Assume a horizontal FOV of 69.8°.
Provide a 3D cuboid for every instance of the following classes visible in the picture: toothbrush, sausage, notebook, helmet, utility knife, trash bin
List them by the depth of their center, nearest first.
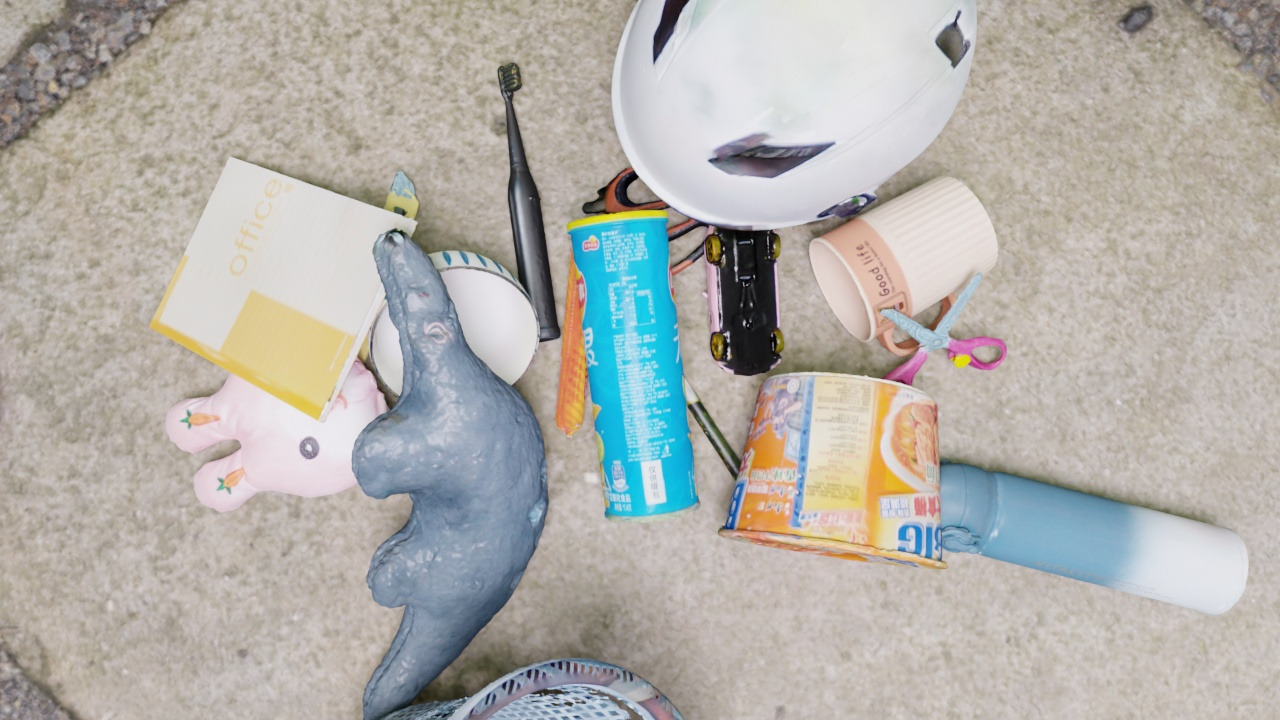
[{"bbox_3d":[-0.097,0.294,0.556,0.226,0.196,0.226,11,73,-37],"label":"trash bin"},{"bbox_3d":[0.113,-0.212,0.608,0.258,0.146,0.229,-31,92,-13],"label":"helmet"},{"bbox_3d":[-0.256,-0.057,0.642,0.206,0.010,0.146,22,86,31],"label":"notebook"},{"bbox_3d":[-0.046,-0.023,0.679,0.021,0.021,0.165,6,92,0],"label":"sausage"},{"bbox_3d":[0.036,0.029,0.684,0.012,0.017,0.186,-34,87,29],"label":"toothbrush"},{"bbox_3d":[-0.086,-0.120,0.689,0.027,0.026,0.212,-11,85,38],"label":"toothbrush"},{"bbox_3d":[-0.200,-0.064,0.693,0.031,0.018,0.162,18,82,-2],"label":"utility knife"}]

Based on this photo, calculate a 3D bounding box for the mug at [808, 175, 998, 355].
[{"bbox_3d":[0.195,-0.062,0.667,0.106,0.081,0.114,-29,113,-4],"label":"mug"}]

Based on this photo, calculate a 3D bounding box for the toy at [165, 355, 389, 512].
[{"bbox_3d":[-0.262,0.049,0.664,0.159,0.054,0.121,-25,95,4],"label":"toy"}]

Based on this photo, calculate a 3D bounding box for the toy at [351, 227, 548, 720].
[{"bbox_3d":[-0.128,0.088,0.621,0.137,0.091,0.357,-6,111,-29],"label":"toy"}]

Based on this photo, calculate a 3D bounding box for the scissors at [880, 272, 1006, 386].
[{"bbox_3d":[0.209,-0.008,0.659,0.133,0.017,0.136,23,122,-35],"label":"scissors"}]

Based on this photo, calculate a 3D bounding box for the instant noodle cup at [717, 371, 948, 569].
[{"bbox_3d":[0.134,0.075,0.623,0.151,0.151,0.111,9,78,0],"label":"instant noodle cup"}]

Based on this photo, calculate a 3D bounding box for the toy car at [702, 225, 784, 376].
[{"bbox_3d":[0.075,-0.049,0.681,0.056,0.037,0.122,-5,97,-10],"label":"toy car"}]

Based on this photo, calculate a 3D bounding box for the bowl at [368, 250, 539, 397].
[{"bbox_3d":[-0.135,-0.029,0.652,0.116,0.066,0.117,-11,125,-16],"label":"bowl"}]

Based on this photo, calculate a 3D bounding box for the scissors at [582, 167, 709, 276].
[{"bbox_3d":[0.061,-0.137,0.697,0.193,0.015,0.206,26,86,2],"label":"scissors"}]

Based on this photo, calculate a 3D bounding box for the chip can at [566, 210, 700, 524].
[{"bbox_3d":[-0.004,0.004,0.645,0.071,0.071,0.210,-7,95,-1],"label":"chip can"}]

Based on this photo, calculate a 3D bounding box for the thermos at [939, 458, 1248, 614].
[{"bbox_3d":[0.309,0.126,0.656,0.220,0.070,0.070,13,86,0],"label":"thermos"}]
